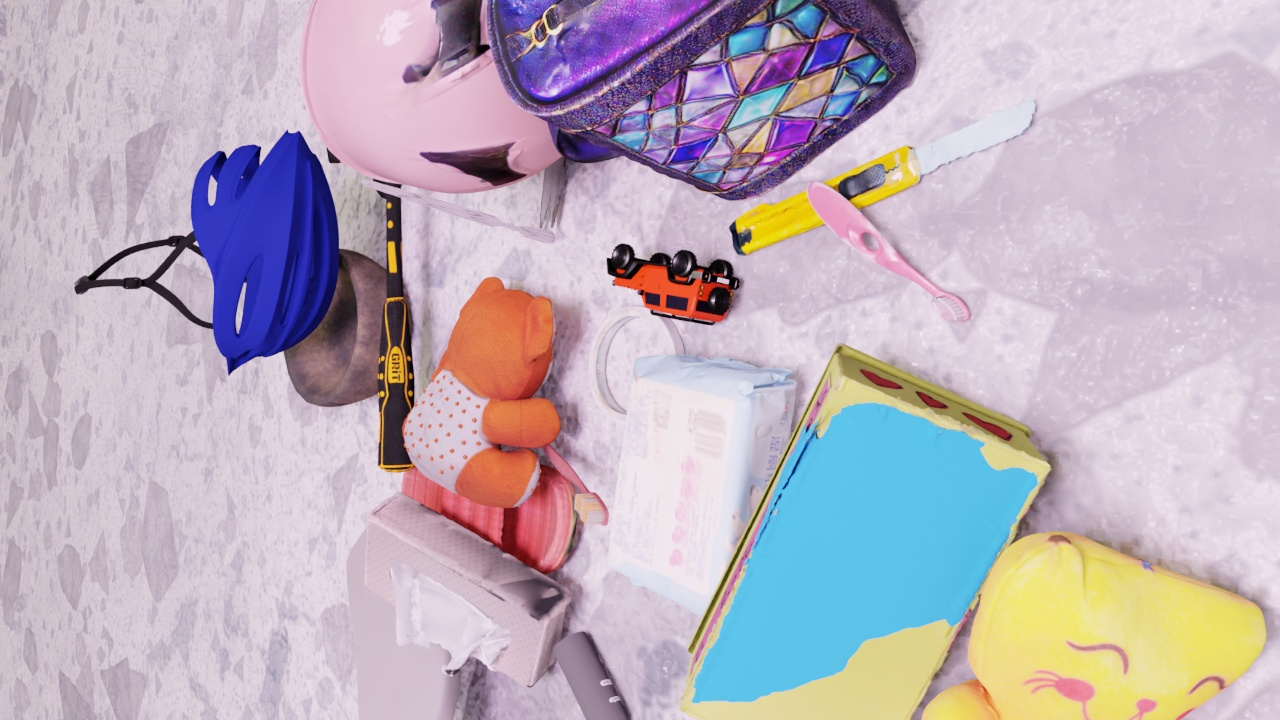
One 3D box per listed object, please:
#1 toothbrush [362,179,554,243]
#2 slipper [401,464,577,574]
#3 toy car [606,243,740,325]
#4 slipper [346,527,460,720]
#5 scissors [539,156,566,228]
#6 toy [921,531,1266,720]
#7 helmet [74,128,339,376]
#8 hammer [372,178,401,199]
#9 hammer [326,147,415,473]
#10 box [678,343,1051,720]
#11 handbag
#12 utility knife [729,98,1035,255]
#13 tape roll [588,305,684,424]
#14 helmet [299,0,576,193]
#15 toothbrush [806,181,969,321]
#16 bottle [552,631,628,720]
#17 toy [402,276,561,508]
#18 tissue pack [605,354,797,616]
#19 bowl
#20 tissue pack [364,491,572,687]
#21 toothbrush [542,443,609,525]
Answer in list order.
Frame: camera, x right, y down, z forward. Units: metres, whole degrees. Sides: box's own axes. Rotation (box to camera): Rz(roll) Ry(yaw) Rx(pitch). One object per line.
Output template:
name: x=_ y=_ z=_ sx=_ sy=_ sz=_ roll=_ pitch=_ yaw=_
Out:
toothbrush: x=-0.142 y=-0.118 z=0.733 sx=0.010 sy=0.181 sz=0.010 roll=15 pitch=93 yaw=45
slipper: x=-0.152 y=0.132 z=0.812 sx=0.249 sy=0.059 sz=0.103 roll=2 pitch=89 yaw=44
toy car: x=0.022 y=-0.055 z=0.666 sx=0.100 sy=0.051 sz=0.049 roll=13 pitch=94 yaw=42
slipper: x=-0.209 y=0.258 z=0.856 sx=0.113 sy=0.080 sz=0.265 roll=-44 pitch=43 yaw=8
scissors: x=-0.072 y=-0.226 z=0.786 sx=0.134 sy=0.016 sz=0.228 roll=25 pitch=104 yaw=40
toy: x=0.207 y=0.176 z=0.460 sx=0.087 sy=0.134 sz=0.194 roll=-86 pitch=15 yaw=-69
helmet: x=-0.397 y=-0.105 z=0.849 sx=0.147 sy=0.227 sz=0.242 roll=-108 pitch=29 yaw=-64
hammer: x=-0.196 y=-0.302 z=0.899 sx=0.170 sy=0.034 sz=0.325 roll=46 pitch=119 yaw=33
hammer: x=-0.228 y=-0.055 z=0.863 sx=0.036 sy=0.123 sz=0.320 roll=170 pitch=98 yaw=-75
box: x=0.119 y=0.115 z=0.517 sx=0.124 sy=0.081 sz=0.221 roll=22 pitch=104 yaw=5
handbag: x=0.030 y=-0.193 z=0.569 sx=0.223 sy=0.204 sz=0.125 roll=-28 pitch=69 yaw=31
utility knife: x=0.143 y=-0.114 z=0.585 sx=0.219 sy=0.019 sz=0.030 roll=-19 pitch=84 yaw=37
tape roll: x=-0.004 y=0.004 z=0.713 sx=0.093 sy=0.013 sz=0.093 roll=-3 pitch=86 yaw=43
helmet: x=-0.106 y=-0.222 z=0.652 sx=0.152 sy=0.254 sz=0.230 roll=29 pitch=143 yaw=25
toothbrush: x=0.148 y=-0.068 z=0.564 sx=0.135 sy=0.016 sz=0.022 roll=47 pitch=130 yaw=25
bottle: x=-0.030 y=0.267 z=0.710 sx=0.030 sy=0.030 sz=0.113 roll=-50 pitch=57 yaw=28
toy: x=-0.125 y=0.022 z=0.758 sx=0.164 sy=0.092 sz=0.172 roll=25 pitch=92 yaw=45
tissue pack: x=0.041 y=0.087 z=0.630 sx=0.112 sy=0.069 sz=0.182 roll=13 pitch=99 yaw=43
bowl: x=-0.299 y=-0.032 z=0.948 sx=0.163 sy=0.070 sz=0.162 roll=-3 pitch=85 yaw=43
tissue pack: x=-0.152 y=0.197 z=0.756 sx=0.181 sy=0.071 sz=0.104 roll=25 pitch=123 yaw=15
toothbrush: x=-0.064 y=0.082 z=0.723 sx=0.184 sy=0.015 sz=0.015 roll=-139 pitch=55 yaw=-60
